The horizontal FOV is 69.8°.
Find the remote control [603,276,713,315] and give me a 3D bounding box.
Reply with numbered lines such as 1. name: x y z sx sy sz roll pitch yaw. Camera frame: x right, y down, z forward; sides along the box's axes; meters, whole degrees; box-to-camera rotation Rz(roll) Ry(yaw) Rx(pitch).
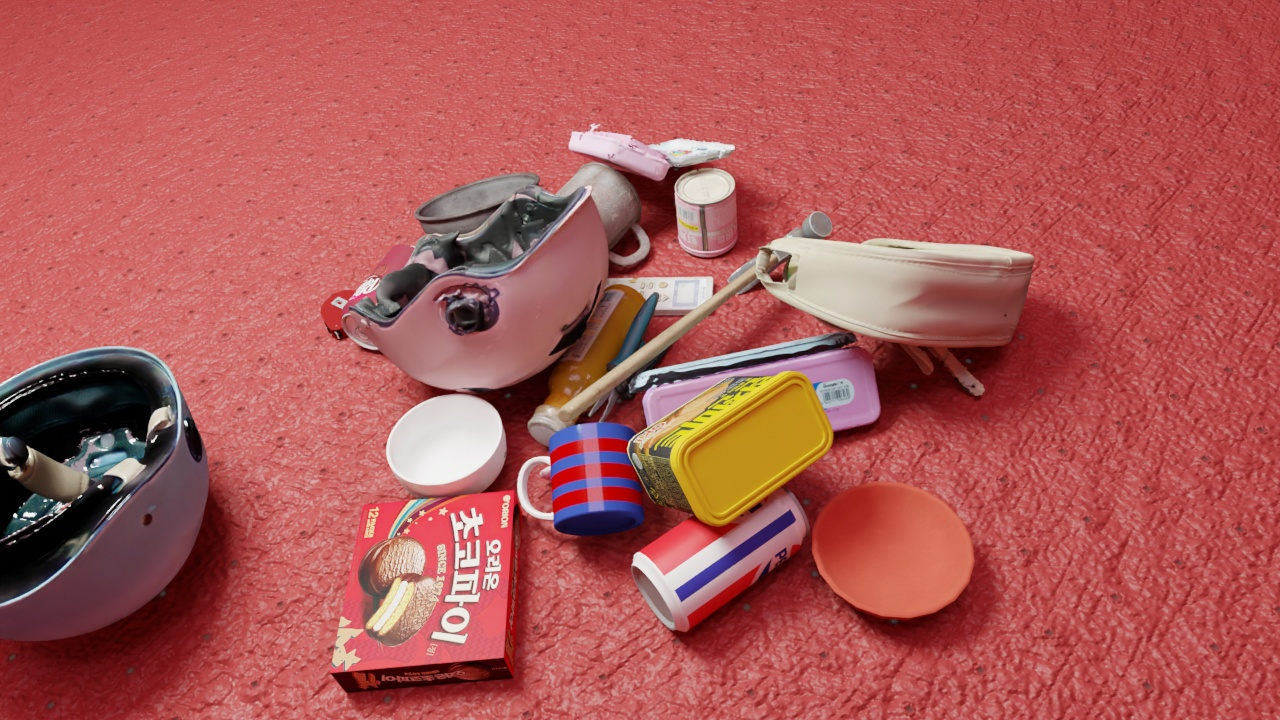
1. remote control: 0.009 -0.069 0.980 0.136 0.011 0.050 0 47 9

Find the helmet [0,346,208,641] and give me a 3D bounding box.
1. helmet: -0.477 0.115 0.772 0.225 0.167 0.265 -10 48 -4

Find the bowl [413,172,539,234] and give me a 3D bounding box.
1. bowl: -0.175 -0.156 1.036 0.145 0.067 0.144 -13 25 6

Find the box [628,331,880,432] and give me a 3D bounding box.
1. box: 0.101 0.032 0.848 0.214 0.090 0.092 -12 2 -9

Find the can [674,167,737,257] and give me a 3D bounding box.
1. can: 0.073 -0.162 1.013 0.067 0.076 0.067 -4 46 4

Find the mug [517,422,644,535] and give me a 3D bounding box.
1. mug: -0.054 0.105 0.775 0.112 0.075 0.076 -16 64 21

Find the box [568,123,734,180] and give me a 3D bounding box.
1. box: 0.005 -0.239 1.071 0.155 0.059 0.201 3 14 -19

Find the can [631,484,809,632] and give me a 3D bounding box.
1. can: 0.063 0.150 0.724 0.132 0.070 0.070 -30 50 -19

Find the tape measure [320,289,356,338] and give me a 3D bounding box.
1. tape measure: -0.328 -0.054 1.011 0.051 0.019 0.058 24 55 27

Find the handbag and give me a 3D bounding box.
1. handbag: 0.234 -0.052 0.846 0.184 0.132 0.228 21 17 37

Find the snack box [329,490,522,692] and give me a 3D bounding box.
1. snack box: -0.169 0.185 0.750 0.133 0.036 0.151 -6 46 3

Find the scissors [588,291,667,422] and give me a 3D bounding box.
1. scissors: -0.006 -0.003 0.890 0.019 0.120 0.150 10 89 34

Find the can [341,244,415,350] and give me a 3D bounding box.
1. can: -0.268 -0.069 0.986 0.063 0.063 0.113 11 50 18

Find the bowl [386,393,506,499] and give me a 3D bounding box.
1. bowl: -0.172 0.086 0.833 0.105 0.054 0.104 -3 47 3

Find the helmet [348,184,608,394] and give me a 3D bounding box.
1. helmet: -0.132 -0.061 0.873 0.256 0.152 0.229 -26 19 15

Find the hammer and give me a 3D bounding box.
1. hammer: 0.050 -0.036 0.868 0.330 0.120 0.031 -39 92 -30

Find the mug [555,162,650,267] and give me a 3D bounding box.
1. mug: -0.050 -0.143 1.016 0.123 0.096 0.110 36 63 5

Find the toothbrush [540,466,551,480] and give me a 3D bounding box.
1. toothbrush: -0.024 0.092 0.828 0.135 0.022 0.016 -12 36 -5

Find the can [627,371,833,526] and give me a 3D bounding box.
1. can: 0.067 0.066 0.729 0.130 0.072 0.101 -31 11 -21

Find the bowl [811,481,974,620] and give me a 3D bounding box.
1. bowl: 0.197 0.155 0.723 0.122 0.035 0.121 -4 47 5

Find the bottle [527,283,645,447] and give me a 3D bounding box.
1. bottle: -0.050 0.004 0.890 0.053 0.053 0.185 13 50 20
